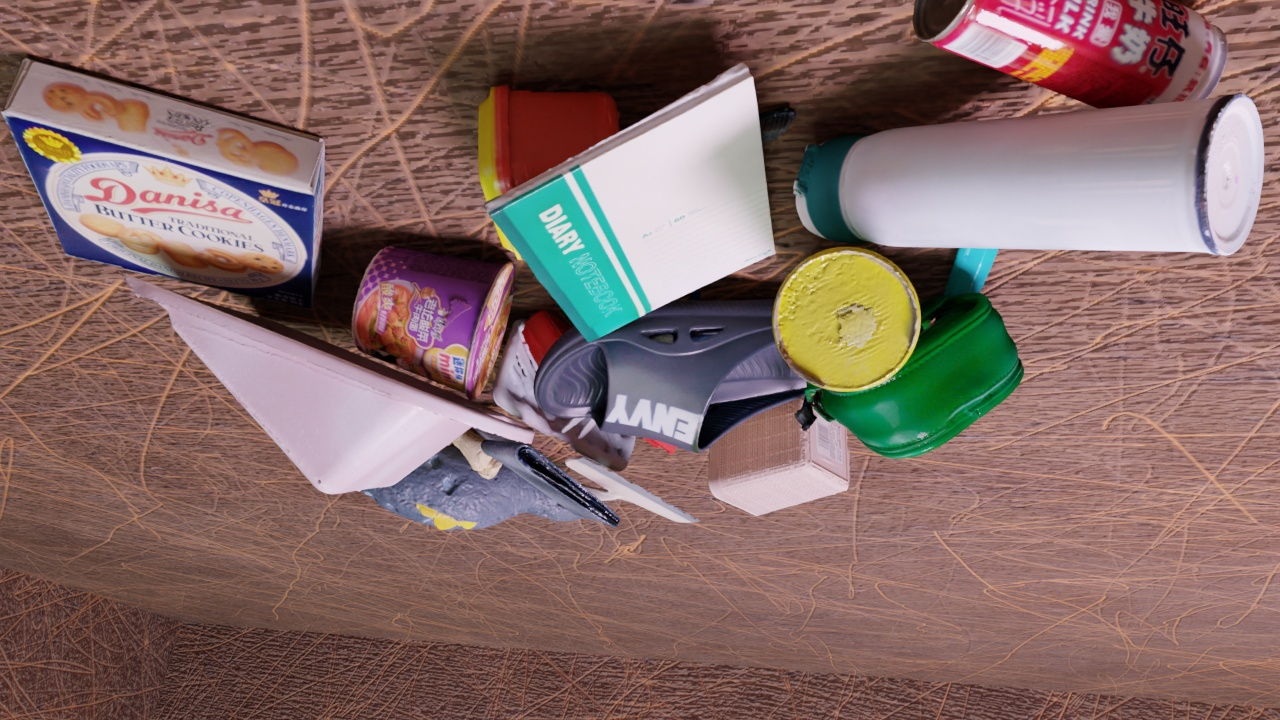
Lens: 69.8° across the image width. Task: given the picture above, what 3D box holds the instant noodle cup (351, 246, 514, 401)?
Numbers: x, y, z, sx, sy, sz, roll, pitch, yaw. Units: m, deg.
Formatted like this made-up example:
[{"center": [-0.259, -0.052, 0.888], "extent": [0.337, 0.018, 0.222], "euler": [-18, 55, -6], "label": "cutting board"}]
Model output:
[{"center": [-0.158, -0.034, 0.698], "extent": [0.099, 0.111, 0.112], "euler": [15, 154, -1], "label": "instant noodle cup"}]

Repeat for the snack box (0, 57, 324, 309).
[{"center": [-0.316, -0.111, 0.640], "extent": [0.178, 0.045, 0.183], "euler": [13, 154, -14], "label": "snack box"}]

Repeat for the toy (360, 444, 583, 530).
[{"center": [-0.224, 0.131, 1.030], "extent": [0.356, 0.091, 0.138], "euler": [17, -169, -8], "label": "toy"}]

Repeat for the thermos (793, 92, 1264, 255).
[{"center": [0.179, -0.089, 0.469], "extent": [0.073, 0.073, 0.225], "euler": [29, 168, -39], "label": "thermos"}]

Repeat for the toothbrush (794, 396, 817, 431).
[{"center": [0.139, 0.036, 0.767], "extent": [0.016, 0.014, 0.189], "euler": [45, -168, 4], "label": "toothbrush"}]

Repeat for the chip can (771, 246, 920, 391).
[{"center": [0.124, -0.032, 0.549], "extent": [0.073, 0.072, 0.221], "euler": [0, -173, 14], "label": "chip can"}]

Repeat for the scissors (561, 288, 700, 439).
[{"center": [0.007, 0.009, 0.750], "extent": [0.128, 0.012, 0.174], "euler": [2, 129, -25], "label": "scissors"}]

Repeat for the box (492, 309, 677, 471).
[{"center": [-0.053, 0.038, 0.826], "extent": [0.092, 0.094, 0.201], "euler": [-43, 139, 8], "label": "box"}]

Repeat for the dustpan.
[{"center": [-0.222, 0.002, 0.734], "extent": [0.273, 0.139, 0.222], "euler": [49, 178, 2], "label": "dustpan"}]

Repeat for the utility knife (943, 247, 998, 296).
[{"center": [0.227, -0.069, 0.630], "extent": [0.029, 0.013, 0.161], "euler": [5, 157, 11], "label": "utility knife"}]

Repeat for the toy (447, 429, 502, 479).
[{"center": [-0.213, 0.078, 0.949], "extent": [0.157, 0.066, 0.105], "euler": [21, 166, 20], "label": "toy"}]

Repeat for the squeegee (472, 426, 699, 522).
[{"center": [-0.096, 0.101, 0.916], "extent": [0.247, 0.039, 0.246], "euler": [22, 170, 33], "label": "squeegee"}]

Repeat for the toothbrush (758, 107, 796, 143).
[{"center": [0.015, -0.119, 0.574], "extent": [0.189, 0.016, 0.014], "euler": [-14, 151, 39], "label": "toothbrush"}]

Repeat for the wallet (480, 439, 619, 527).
[{"center": [-0.082, 0.110, 0.826], "extent": [0.121, 0.019, 0.097], "euler": [40, 163, -20], "label": "wallet"}]

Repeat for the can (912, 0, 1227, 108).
[{"center": [0.196, -0.151, 0.419], "extent": [0.132, 0.053, 0.053], "euler": [14, 154, -15], "label": "can"}]

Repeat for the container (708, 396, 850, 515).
[{"center": [0.138, 0.092, 0.899], "extent": [0.111, 0.090, 0.090], "euler": [-20, 143, 39], "label": "container"}]

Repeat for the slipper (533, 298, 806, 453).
[{"center": [0.055, 0.013, 0.690], "extent": [0.268, 0.083, 0.111], "euler": [-7, 139, -7], "label": "slipper"}]

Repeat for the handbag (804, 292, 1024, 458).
[{"center": [0.194, 0.008, 0.656], "extent": [0.068, 0.131, 0.120], "euler": [59, 169, -10], "label": "handbag"}]

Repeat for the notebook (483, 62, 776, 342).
[{"center": [0.007, -0.079, 0.553], "extent": [0.150, 0.012, 0.209], "euler": [-27, 159, 3], "label": "notebook"}]

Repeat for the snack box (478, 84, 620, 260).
[{"center": [-0.048, -0.109, 0.540], "extent": [0.080, 0.082, 0.091], "euler": [-5, 155, 1], "label": "snack box"}]
